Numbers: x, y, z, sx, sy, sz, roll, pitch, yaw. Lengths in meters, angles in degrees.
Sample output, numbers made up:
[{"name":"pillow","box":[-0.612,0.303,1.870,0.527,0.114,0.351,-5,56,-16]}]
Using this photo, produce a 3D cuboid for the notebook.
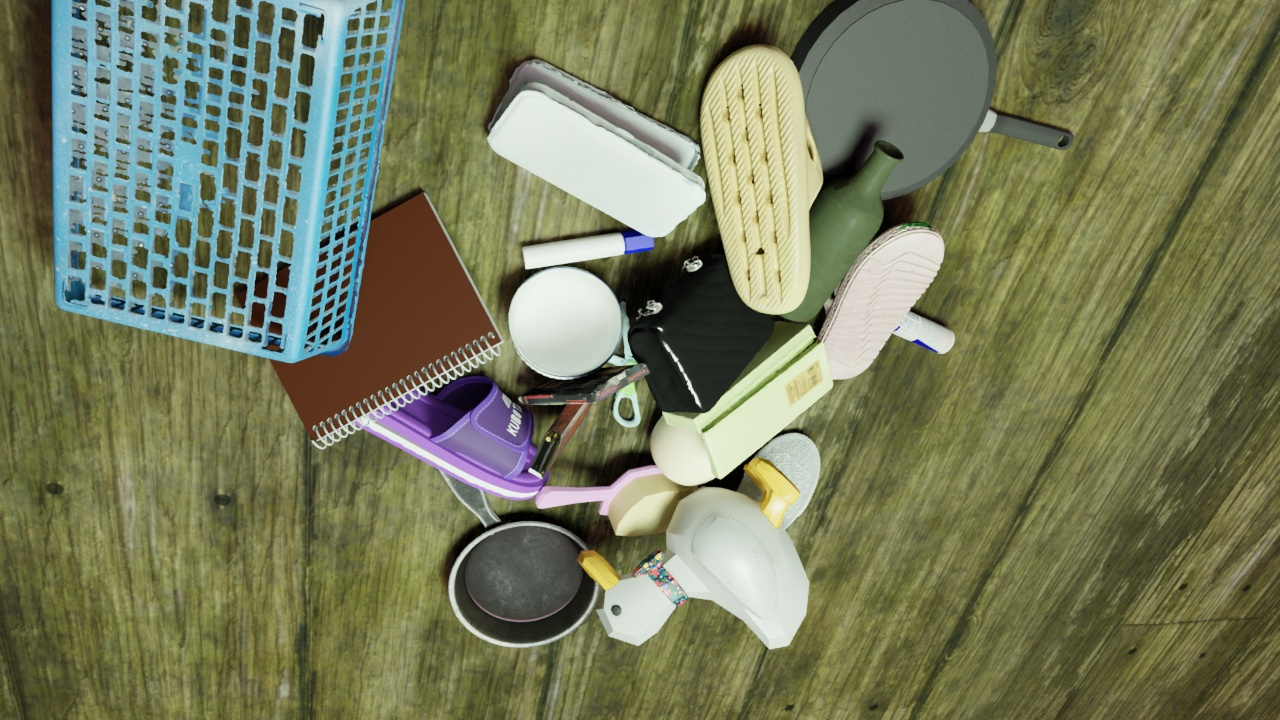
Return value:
[{"name":"notebook","box":[-0.259,-0.036,0.887,0.209,0.022,0.171,-28,90,4]}]

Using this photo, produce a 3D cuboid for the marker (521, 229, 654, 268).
[{"name":"marker","box":[-0.054,-0.115,0.943,0.133,0.027,0.023,-10,104,-9]}]

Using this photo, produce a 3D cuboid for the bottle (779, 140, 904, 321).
[{"name":"bottle","box":[0.200,-0.133,0.948,0.071,0.071,0.207,11,133,-22]}]

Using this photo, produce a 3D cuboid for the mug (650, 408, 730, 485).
[{"name":"mug","box":[0.073,0.097,1.082,0.120,0.096,0.100,15,130,-40]}]

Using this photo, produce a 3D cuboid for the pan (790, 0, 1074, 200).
[{"name":"pan","box":[0.313,-0.258,0.947,0.356,0.034,0.226,8,121,-19]}]

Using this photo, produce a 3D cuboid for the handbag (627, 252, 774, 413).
[{"name":"handbag","box":[0.049,-0.032,0.974,0.153,0.115,0.125,-46,119,-30]}]

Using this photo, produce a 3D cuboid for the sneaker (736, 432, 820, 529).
[{"name":"sneaker","box":[0.149,0.198,1.175,0.235,0.089,0.087,-51,163,2]}]

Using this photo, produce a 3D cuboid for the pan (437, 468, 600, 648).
[{"name":"pan","box":[-0.175,0.209,1.115,0.187,0.055,0.357,-23,114,1]}]

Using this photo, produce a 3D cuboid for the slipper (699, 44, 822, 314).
[{"name":"slipper","box":[0.127,-0.177,0.911,0.111,0.079,0.262,5,112,34]}]

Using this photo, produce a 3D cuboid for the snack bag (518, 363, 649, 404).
[{"name":"snack bag","box":[-0.061,0.025,0.959,0.074,0.155,0.018,-28,103,-32]}]

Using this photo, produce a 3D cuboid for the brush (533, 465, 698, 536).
[{"name":"brush","box":[-0.023,0.167,1.083,0.228,0.043,0.089,4,131,-43]}]

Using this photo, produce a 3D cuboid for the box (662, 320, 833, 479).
[{"name":"box","box":[0.116,0.033,1.016,0.187,0.083,0.091,-34,129,-24]}]

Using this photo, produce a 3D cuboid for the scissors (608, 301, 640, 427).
[{"name":"scissors","box":[-0.014,0.012,1.048,0.171,0.024,0.160,22,121,-22]}]

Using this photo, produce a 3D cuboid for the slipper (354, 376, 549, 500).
[{"name":"slipper","box":[-0.193,0.056,0.977,0.266,0.107,0.084,30,111,-25]}]

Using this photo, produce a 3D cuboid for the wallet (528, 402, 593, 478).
[{"name":"wallet","box":[-0.080,0.070,1.003,0.019,0.122,0.072,28,124,4]}]

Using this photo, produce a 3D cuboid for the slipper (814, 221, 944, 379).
[{"name":"slipper","box":[0.253,-0.073,1.038,0.094,0.064,0.240,2,139,-14]}]

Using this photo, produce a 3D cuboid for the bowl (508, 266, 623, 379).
[{"name":"bowl","box":[-0.081,-0.033,0.957,0.118,0.118,0.062,-5,167,-13]}]

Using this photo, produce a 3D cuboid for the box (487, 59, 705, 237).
[{"name":"box","box":[-0.040,-0.185,0.870,0.215,0.083,0.123,18,113,-26]}]

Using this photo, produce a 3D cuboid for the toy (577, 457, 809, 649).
[{"name":"toy","box":[0.080,0.237,1.060,0.246,0.141,0.267,40,83,7]}]

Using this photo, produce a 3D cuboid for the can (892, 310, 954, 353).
[{"name":"can","box":[0.332,-0.037,1.100,0.095,0.032,0.032,20,115,-26]}]

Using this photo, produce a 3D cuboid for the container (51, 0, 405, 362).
[{"name":"container","box":[-0.351,-0.168,0.746,0.257,0.089,0.363,14,116,-8]}]
